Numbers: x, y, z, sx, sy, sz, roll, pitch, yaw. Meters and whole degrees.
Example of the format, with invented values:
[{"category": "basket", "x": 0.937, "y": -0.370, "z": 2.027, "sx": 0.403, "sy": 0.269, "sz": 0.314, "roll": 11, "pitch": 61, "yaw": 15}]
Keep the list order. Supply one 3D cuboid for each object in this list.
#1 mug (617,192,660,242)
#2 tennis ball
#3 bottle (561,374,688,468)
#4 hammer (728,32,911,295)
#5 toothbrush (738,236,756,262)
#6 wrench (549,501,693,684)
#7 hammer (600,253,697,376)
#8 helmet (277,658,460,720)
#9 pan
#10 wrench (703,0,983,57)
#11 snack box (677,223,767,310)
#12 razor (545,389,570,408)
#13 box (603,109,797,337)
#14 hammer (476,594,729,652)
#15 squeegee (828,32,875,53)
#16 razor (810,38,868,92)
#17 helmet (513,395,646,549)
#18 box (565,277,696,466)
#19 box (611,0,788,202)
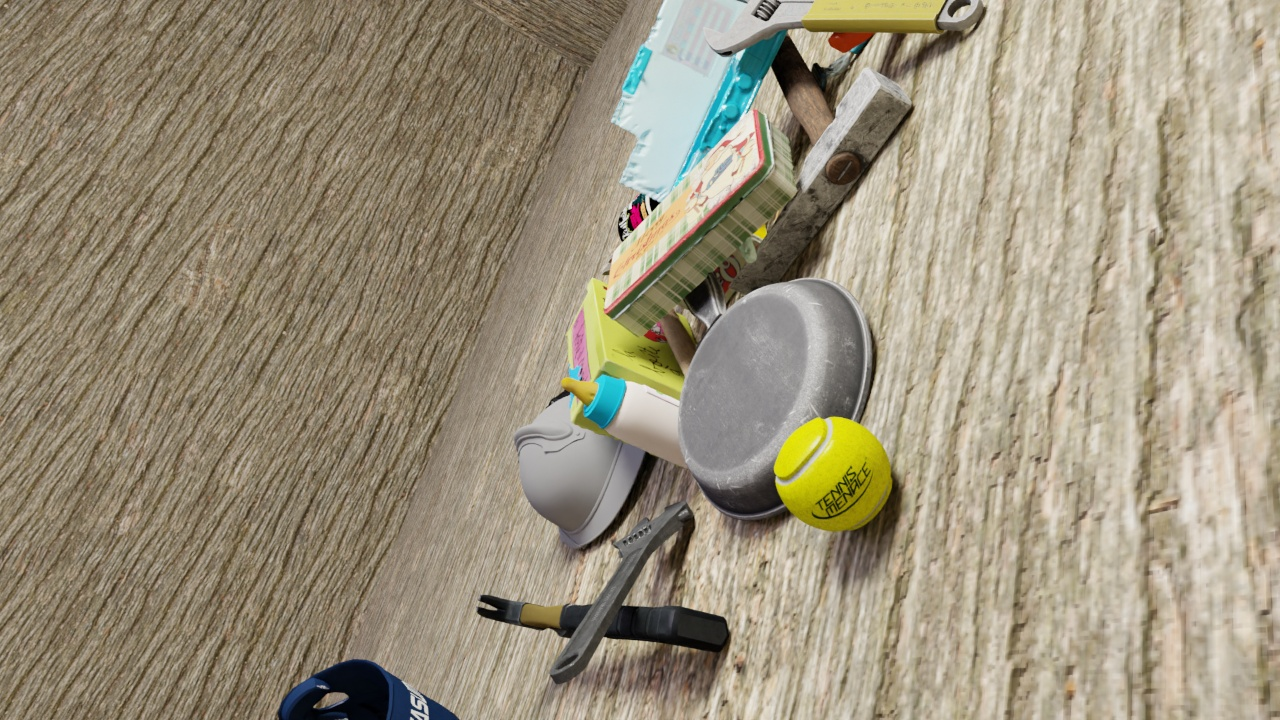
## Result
[{"category": "mug", "x": 0.028, "y": -0.164, "z": 1.165, "sx": 0.098, "sy": 0.081, "sz": 0.118, "roll": 152, "pitch": 113, "yaw": -65}, {"category": "tennis ball", "x": 0.111, "y": 0.066, "z": 0.531, "sx": 0.066, "sy": 0.065, "sz": 0.065, "roll": -57, "pitch": 17, "yaw": 28}, {"category": "bottle", "x": -0.002, "y": 0.047, "z": 0.782, "sx": 0.051, "sy": 0.146, "sz": 0.051, "roll": -57, "pitch": 17, "yaw": 28}, {"category": "hammer", "x": 0.136, "y": -0.220, "z": 0.882, "sx": 0.218, "sy": 0.037, "sz": 0.300, "roll": -56, "pitch": 24, "yaw": 32}, {"category": "toothbrush", "x": 0.087, "y": -0.129, "z": 0.842, "sx": 0.022, "sy": 0.015, "sz": 0.154, "roll": -25, "pitch": 33, "yaw": 10}, {"category": "wrench", "x": -0.012, "y": 0.162, "z": 0.682, "sx": 0.073, "sy": 0.018, "sz": 0.272, "roll": -30, "pitch": 3, "yaw": 18}, {"category": "hammer", "x": 0.034, "y": -0.026, "z": 0.908, "sx": 0.031, "sy": 0.119, "sz": 0.330, "roll": -60, "pitch": 24, "yaw": 23}, {"category": "helmet", "x": -0.277, "y": 0.455, "z": 0.899, "sx": 0.272, "sy": 0.223, "sz": 0.232, "roll": -37, "pitch": 29, "yaw": -8}, {"category": "pan", "x": 0.070, "y": -0.018, "z": 0.743, "sx": 0.188, "sy": 0.055, "sz": 0.356, "roll": -56, "pitch": 31, "yaw": 18}, {"category": "wrench", "x": 0.160, "y": -0.291, "z": 0.775, "sx": 0.274, "sy": 0.018, "sz": 0.083, "roll": 23, "pitch": 85, "yaw": 45}, {"category": "snack box", "x": 0.074, "y": -0.151, "z": 0.997, "sx": 0.110, "sy": 0.061, "sz": 0.229, "roll": -55, "pitch": 18, "yaw": 30}, {"category": "razor", "x": -0.064, "y": 0.026, "z": 1.205, "sx": 0.156, "sy": 0.060, "sz": 0.057, "roll": -48, "pitch": 60, "yaw": 3}, {"category": "box", "x": 0.049, "y": -0.119, "z": 0.810, "sx": 0.206, "sy": 0.049, "sz": 0.117, "roll": -42, "pitch": 22, "yaw": 31}, {"category": "hammer", "x": -0.041, "y": 0.214, "z": 0.757, "sx": 0.334, "sy": 0.117, "sz": 0.025, "roll": -25, "pitch": 50, "yaw": 59}, {"category": "squeegee", "x": 0.220, "y": -0.345, "z": 0.802, "sx": 0.184, "sy": 0.055, "sz": 0.250, "roll": -56, "pitch": 28, "yaw": -9}, {"category": "razor", "x": 0.216, "y": -0.319, "z": 0.872, "sx": 0.144, "sy": 0.022, "sz": 0.042, "roll": -50, "pitch": 29, "yaw": 32}, {"category": "helmet", "x": -0.086, "y": 0.104, "z": 1.026, "sx": 0.272, "sy": 0.117, "sz": 0.183, "roll": -37, "pitch": 32, "yaw": 63}, {"category": "box", "x": -0.005, "y": 0.005, "z": 0.912, "sx": 0.081, "sy": 0.124, "sz": 0.220, "roll": -63, "pitch": 14, "yaw": 17}, {"category": "box", "x": 0.048, "y": -0.269, "z": 0.897, "sx": 0.098, "sy": 0.121, "sz": 0.227, "roll": -126, "pitch": 61, "yaw": -82}]
